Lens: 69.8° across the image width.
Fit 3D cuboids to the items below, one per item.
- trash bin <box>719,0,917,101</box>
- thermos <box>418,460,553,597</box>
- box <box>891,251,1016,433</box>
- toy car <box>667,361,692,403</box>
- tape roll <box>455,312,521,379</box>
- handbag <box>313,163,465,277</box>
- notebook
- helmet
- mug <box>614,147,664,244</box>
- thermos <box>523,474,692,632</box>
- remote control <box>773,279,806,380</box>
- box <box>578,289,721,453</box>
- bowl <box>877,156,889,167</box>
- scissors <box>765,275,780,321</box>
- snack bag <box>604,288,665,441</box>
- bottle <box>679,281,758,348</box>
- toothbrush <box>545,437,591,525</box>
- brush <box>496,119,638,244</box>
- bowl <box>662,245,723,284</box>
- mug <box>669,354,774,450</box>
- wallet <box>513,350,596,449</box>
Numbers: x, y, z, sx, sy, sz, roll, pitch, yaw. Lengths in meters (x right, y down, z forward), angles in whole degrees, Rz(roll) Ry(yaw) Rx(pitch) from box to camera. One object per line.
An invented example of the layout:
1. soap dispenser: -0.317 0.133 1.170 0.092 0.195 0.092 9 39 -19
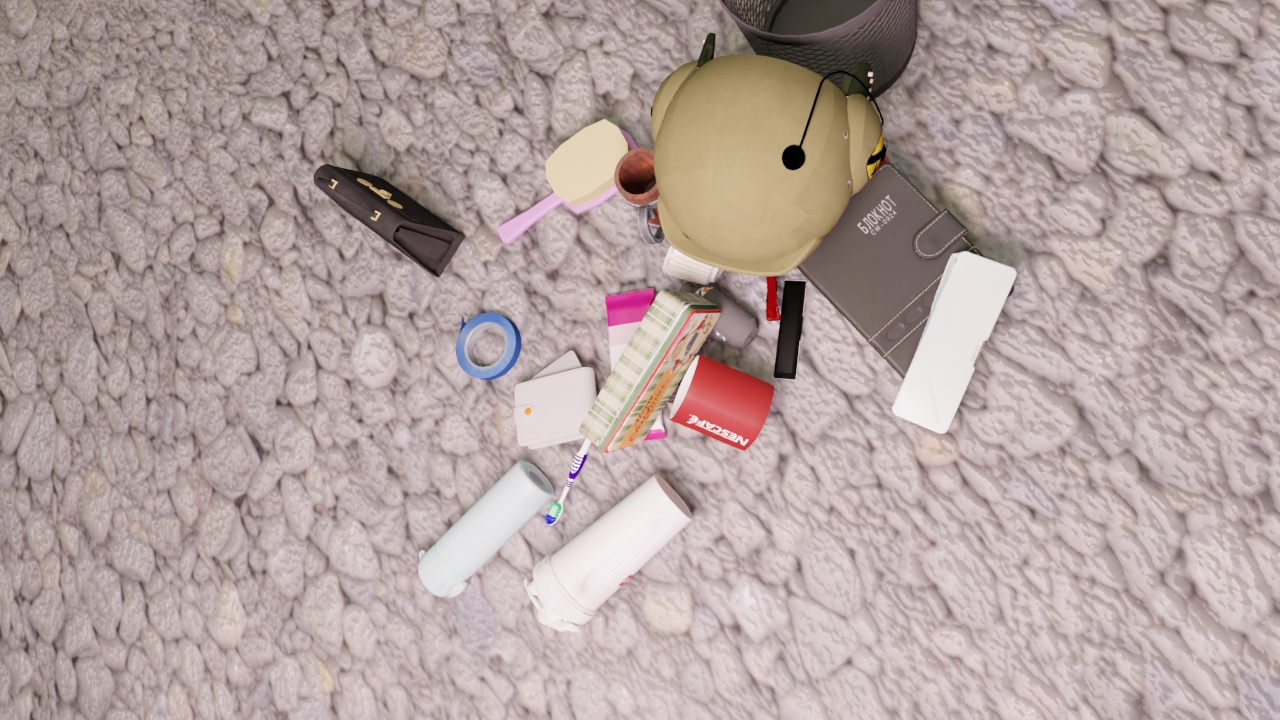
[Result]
1. trash bin: 0.213 -0.421 1.053 0.218 0.227 0.217 -3 80 20
2. thermos: -0.205 0.222 1.198 0.207 0.065 0.078 -45 63 9
3. box: 0.344 -0.021 1.016 0.083 0.067 0.199 17 100 -10
4. toy car: 0.047 0.006 1.152 0.040 0.037 0.092 -7 79 19
5. tape roll: -0.210 -0.019 1.263 0.093 0.016 0.091 2 83 21
6. handbag: -0.370 -0.209 1.256 0.176 0.195 0.072 35 94 22
7. notebook: 0.300 -0.103 1.058 0.170 0.029 0.209 -44 86 12
8. helmet: 0.124 -0.208 0.986 0.250 0.255 0.232 17 81 16
9. mug: 0.018 -0.200 1.155 0.082 0.111 0.117 -6 80 20
10. thermos: -0.041 0.237 1.120 0.220 0.099 0.099 -42 70 7
11. remote control: 0.183 -0.038 1.122 0.028 0.011 0.124 5 83 21
12. box: 0.014 0.013 1.087 0.050 0.117 0.206 38 105 21
13. bowl: 0.248 -0.201 1.110 0.122 0.035 0.122 -3 81 20
14. scissors: 0.188 -0.134 1.124 0.179 0.015 0.198 16 75 12
15. snack bag: -0.007 0.007 1.184 0.070 0.016 0.196 -9 78 21
16. bottle: 0.095 -0.060 1.139 0.112 0.047 0.047 39 96 21
17. toothbrush: -0.079 0.130 1.192 0.015 0.016 0.186 26 92 24
18. brush: -0.106 -0.234 1.244 0.229 0.043 0.089 -33 72 13
19. bowl: 0.082 -0.144 1.129 0.062 0.115 0.115 30 93 8
20. mug: 0.091 0.057 1.097 0.096 0.117 0.080 23 59 -4
21. wallet: -0.112 0.050 1.201 0.119 0.037 0.115 -15 69 22
